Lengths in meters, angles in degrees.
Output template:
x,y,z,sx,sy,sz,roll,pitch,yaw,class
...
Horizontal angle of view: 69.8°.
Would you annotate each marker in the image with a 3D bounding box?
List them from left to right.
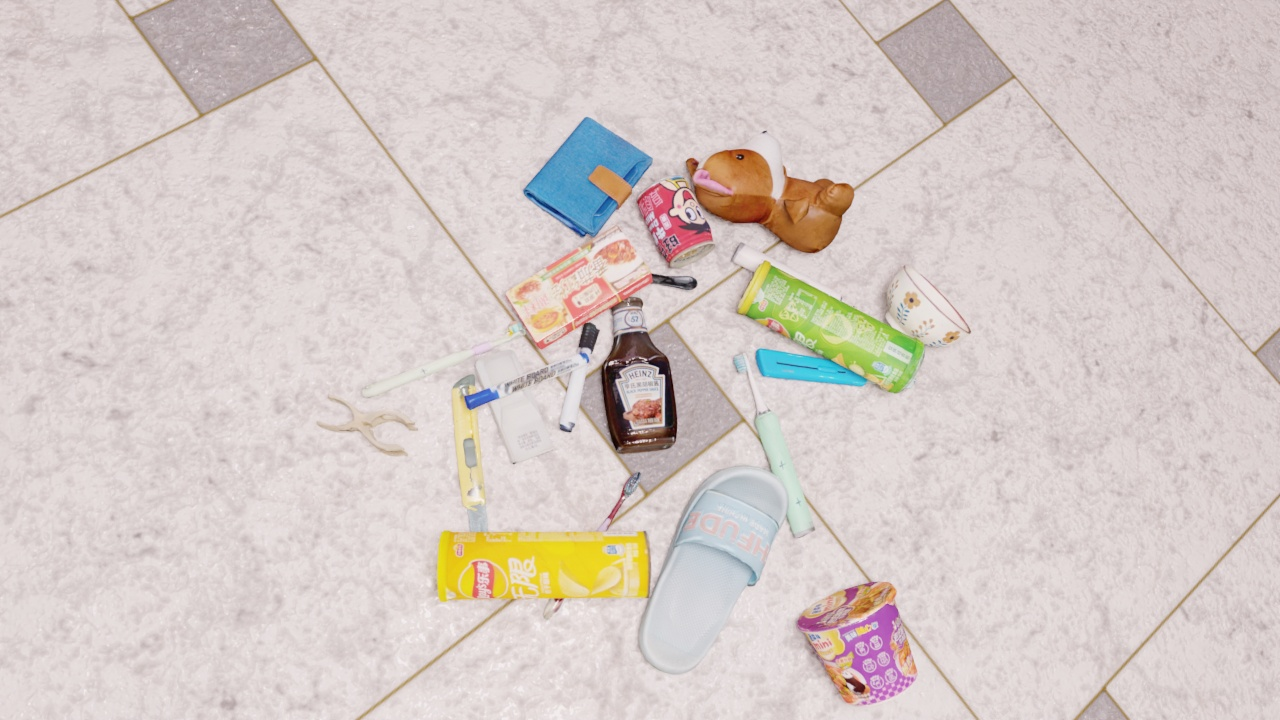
x,y,z,sx,sy,sz,roll,pitch,yaw,class
-0.122,0.021,1.004,0.145,0.017,0.017,-21,79,-22,marker
-0.069,0.019,1.041,0.022,0.018,0.130,17,70,-16,marker

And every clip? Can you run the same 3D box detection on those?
x,y,z,sx,sy,sz,roll,pitch,yaw,class
-0.284,0.059,0.978,0.104,0.035,0.080,31,73,7,clip

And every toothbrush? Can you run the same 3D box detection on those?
x,y,z,sx,sy,sz,roll,pitch,yaw,class
-0.217,-0.001,1.015,0.189,0.029,0.020,-24,120,-16,toothbrush
-0.049,0.198,0.991,0.016,0.017,0.187,34,70,-1,toothbrush
0.153,0.094,1.060,0.027,0.026,0.224,-19,78,5,toothbrush
0.214,-0.083,1.126,0.221,0.026,0.027,27,112,-3,toothbrush

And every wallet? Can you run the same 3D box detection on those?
x,y,z,sx,sy,sz,roll,pitch,yaw,class
-0.062,-0.221,1.104,0.106,0.040,0.132,35,71,4,wallet

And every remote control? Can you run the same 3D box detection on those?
x,y,z,sx,sy,sz,roll,pitch,yaw,class
-0.140,0.050,1.013,0.049,0.024,0.125,-20,80,-19,remote control

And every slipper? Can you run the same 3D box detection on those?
x,y,z,sx,sy,sz,roll,pitch,yaw,class
0.078,0.218,0.983,0.104,0.074,0.245,31,71,-1,slipper

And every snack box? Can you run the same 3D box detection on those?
x,y,z,sx,sy,sz,roll,pitch,yaw,class
-0.069,-0.084,1.042,0.153,0.025,0.075,-32,70,-5,snack box

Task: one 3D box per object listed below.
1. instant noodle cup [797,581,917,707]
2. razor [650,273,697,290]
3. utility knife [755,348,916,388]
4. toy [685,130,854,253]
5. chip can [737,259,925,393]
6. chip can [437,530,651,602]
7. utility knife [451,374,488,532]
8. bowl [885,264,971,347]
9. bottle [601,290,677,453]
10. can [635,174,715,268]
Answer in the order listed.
x,y,z,sx,sy,sz,roll,pitch,yaw,class
0.237,0.305,0.977,0.111,0.112,0.099,-22,87,-17,instant noodle cup
-0.002,-0.101,1.087,0.142,0.022,0.042,9,67,-7,razor
0.238,0.014,1.107,0.206,0.018,0.034,7,72,-11,utility knife
0.152,-0.207,1.102,0.199,0.140,0.130,12,101,-3,toy
0.225,-0.038,1.081,0.221,0.073,0.072,28,70,3,chip can
-0.097,0.208,0.938,0.213,0.072,0.072,0,74,-6,chip can
-0.183,0.110,0.994,0.031,0.020,0.194,-7,80,-8,utility knife
0.339,-0.055,1.114,0.113,0.113,0.062,45,112,4,bowl
-0.006,0.006,1.044,0.080,0.044,0.194,-5,74,-11,bottle
0.043,-0.164,1.092,0.066,0.067,0.093,-22,80,-17,can
